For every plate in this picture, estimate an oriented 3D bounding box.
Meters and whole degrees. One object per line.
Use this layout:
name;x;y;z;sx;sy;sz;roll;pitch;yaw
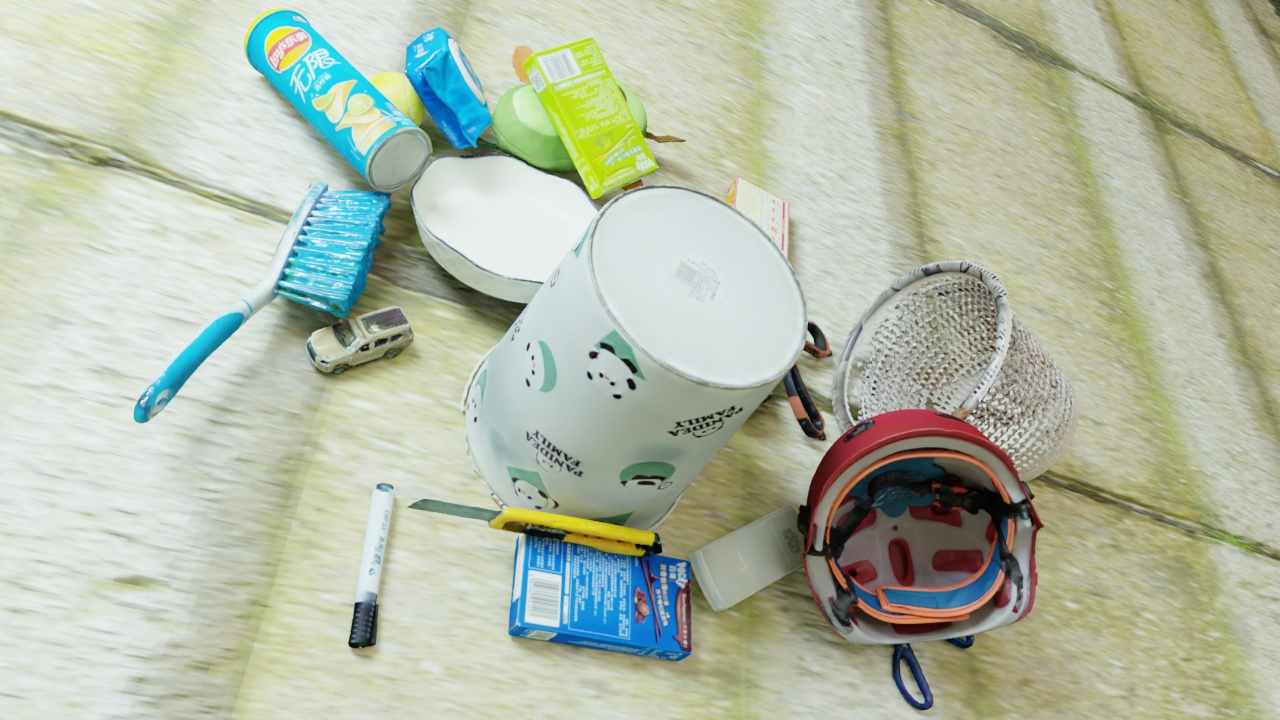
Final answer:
plate;-0.124;-0.128;0.900;0.204;0.046;0.204;16;38;-13

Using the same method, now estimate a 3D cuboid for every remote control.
remote control;0.106;0.181;0.852;0.149;0.021;0.058;-13;73;-45

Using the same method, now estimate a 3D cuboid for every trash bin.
trash bin;0.355;0.033;0.994;0.192;0.228;0.226;29;49;-26
trash bin;-0.005;0.004;0.766;0.229;0.253;0.229;14;54;-21

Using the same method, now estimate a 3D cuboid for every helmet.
helmet;0.244;0.135;0.845;0.207;0.240;0.143;-10;25;4

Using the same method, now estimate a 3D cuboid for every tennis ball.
tennis ball;-0.251;-0.258;0.927;0.065;0.066;0.065;14;54;-21

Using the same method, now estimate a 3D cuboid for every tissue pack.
tissue pack;-0.193;-0.279;0.931;0.095;0.052;0.157;56;7;-33

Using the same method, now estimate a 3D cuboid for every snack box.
snack box;0.137;-0.152;1.087;0.077;0.027;0.155;25;43;-13
snack box;-0.031;0.198;0.772;0.157;0.026;0.084;16;52;-20
snack box;-0.050;-0.254;0.957;0.085;0.026;0.156;-32;97;-34

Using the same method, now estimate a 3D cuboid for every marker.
marker;-0.206;0.157;0.710;0.022;0.018;0.130;34;44;-39

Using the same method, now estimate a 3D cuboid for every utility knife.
utility knife;-0.081;0.137;0.750;0.219;0.033;0.015;13;45;-18

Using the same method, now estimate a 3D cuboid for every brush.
brush;-0.294;-0.053;0.755;0.109;0.061;0.313;16;43;-12

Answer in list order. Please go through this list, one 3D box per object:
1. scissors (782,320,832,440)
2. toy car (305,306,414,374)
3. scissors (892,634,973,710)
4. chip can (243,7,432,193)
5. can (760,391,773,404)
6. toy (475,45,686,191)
scissors;0.157;-0.016;0.976;0.225;0.015;0.188;22;58;-49
toy car;-0.243;-0.020;0.795;0.090;0.035;0.042;-22;70;-35
scissors;0.259;0.260;0.905;0.175;0.012;0.162;16;52;-17
chip can;-0.288;-0.247;0.866;0.071;0.071;0.210;-28;63;-39
can;0.095;-0.025;0.958;0.058;0.058;0.146;-2;71;-30
toy;-0.067;-0.269;1.023;0.246;0.090;0.227;-25;67;-42
